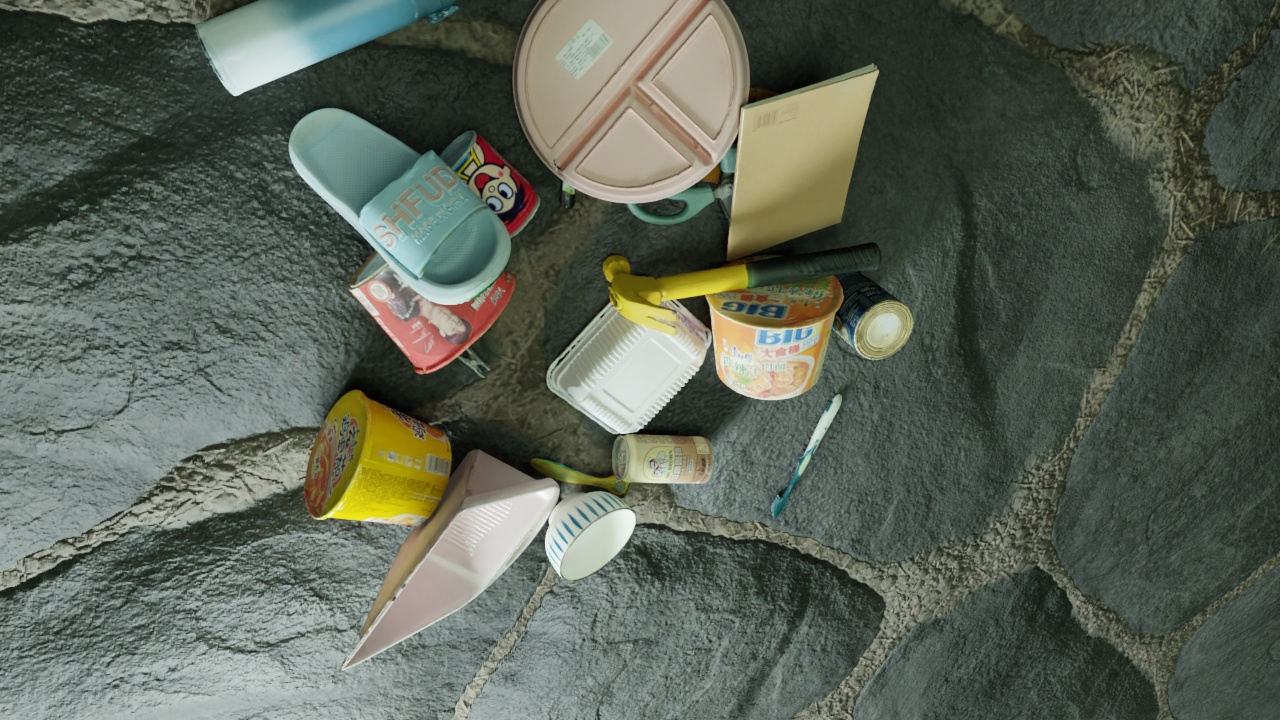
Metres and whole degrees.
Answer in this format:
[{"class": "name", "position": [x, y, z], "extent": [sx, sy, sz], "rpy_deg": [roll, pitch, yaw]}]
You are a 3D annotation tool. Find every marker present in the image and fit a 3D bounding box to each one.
[{"class": "marker", "position": [-0.071, -0.214, 0.937], "extent": [0.018, 0.015, 0.124], "rpy_deg": [-2, 120, -17]}]

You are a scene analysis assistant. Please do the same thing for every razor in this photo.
[{"class": "razor", "position": [-0.071, 0.139, 1.117], "extent": [0.132, 0.028, 0.043], "rpy_deg": [16, 114, -23]}]

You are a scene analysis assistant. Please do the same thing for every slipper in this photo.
[{"class": "slipper", "position": [-0.214, -0.150, 0.813], "extent": [0.103, 0.245, 0.074], "rpy_deg": [-46, 168, -25]}]

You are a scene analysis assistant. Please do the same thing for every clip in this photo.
[{"class": "clip", "position": [-0.187, -0.003, 1.004], "extent": [0.041, 0.026, 0.058], "rpy_deg": [-46, 125, 0]}]

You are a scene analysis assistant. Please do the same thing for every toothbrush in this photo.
[{"class": "toothbrush", "position": [0.218, 0.125, 1.213], "extent": [0.016, 0.018, 0.192], "rpy_deg": [17, 108, -25]}]

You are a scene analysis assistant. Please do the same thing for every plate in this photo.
[{"class": "plate", "position": [-0.010, -0.264, 0.875], "extent": [0.229, 0.028, 0.230], "rpy_deg": [1, 108, 4]}]

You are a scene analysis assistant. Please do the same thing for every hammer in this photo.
[{"class": "hammer", "position": [0.115, -0.090, 0.986], "extent": [0.300, 0.128, 0.033], "rpy_deg": [-10, 129, -11]}]

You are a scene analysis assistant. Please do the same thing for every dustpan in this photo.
[{"class": "dustpan", "position": [-0.178, 0.216, 1.002], "extent": [0.139, 0.273, 0.223], "rpy_deg": [35, 106, -12]}]

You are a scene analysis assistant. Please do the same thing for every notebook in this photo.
[{"class": "notebook", "position": [0.164, -0.200, 0.963], "extent": [0.149, 0.012, 0.212], "rpy_deg": [-20, 146, -14]}]

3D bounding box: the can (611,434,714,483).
[{"class": "can", "position": [0.028, 0.120, 1.119], "extent": [0.116, 0.058, 0.059], "rpy_deg": [4, 115, -20]}]

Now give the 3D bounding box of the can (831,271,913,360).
[{"class": "can", "position": [0.258, -0.057, 1.071], "extent": [0.075, 0.111, 0.075], "rpy_deg": [-8, 119, -15]}]

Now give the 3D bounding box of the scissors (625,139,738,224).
[{"class": "scissors", "position": [0.054, -0.190, 0.945], "extent": [0.181, 0.019, 0.170], "rpy_deg": [-28, 133, -4]}]

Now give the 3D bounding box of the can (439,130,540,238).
[{"class": "can", "position": [-0.152, -0.170, 0.901], "extent": [0.066, 0.066, 0.094], "rpy_deg": [-44, 122, 7]}]

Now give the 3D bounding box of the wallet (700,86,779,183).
[{"class": "wallet", "position": [0.115, -0.241, 0.971], "extent": [0.130, 0.035, 0.119], "rpy_deg": [5, 120, -27]}]

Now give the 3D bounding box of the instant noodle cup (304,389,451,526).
[{"class": "instant noodle cup", "position": [-0.275, 0.112, 0.976], "extent": [0.109, 0.138, 0.138], "rpy_deg": [23, 108, -37]}]

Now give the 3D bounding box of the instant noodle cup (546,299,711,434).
[{"class": "instant noodle cup", "position": [-0.006, 0.006, 1.048], "extent": [0.138, 0.060, 0.173], "rpy_deg": [38, 99, -30]}]

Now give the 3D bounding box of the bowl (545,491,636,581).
[{"class": "bowl", "position": [-0.069, 0.203, 1.115], "extent": [0.116, 0.066, 0.117], "rpy_deg": [-31, 146, -25]}]

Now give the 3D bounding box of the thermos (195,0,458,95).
[{"class": "thermos", "position": [-0.265, -0.299, 0.796], "extent": [0.220, 0.070, 0.070], "rpy_deg": [-24, 122, -5]}]

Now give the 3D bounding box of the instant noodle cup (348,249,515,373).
[{"class": "instant noodle cup", "position": [-0.208, -0.072, 0.900], "extent": [0.138, 0.138, 0.108], "rpy_deg": [-40, 116, 5]}]

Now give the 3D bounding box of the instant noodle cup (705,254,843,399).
[{"class": "instant noodle cup", "position": [0.147, -0.034, 1.033], "extent": [0.151, 0.151, 0.112], "rpy_deg": [-11, 128, -13]}]
